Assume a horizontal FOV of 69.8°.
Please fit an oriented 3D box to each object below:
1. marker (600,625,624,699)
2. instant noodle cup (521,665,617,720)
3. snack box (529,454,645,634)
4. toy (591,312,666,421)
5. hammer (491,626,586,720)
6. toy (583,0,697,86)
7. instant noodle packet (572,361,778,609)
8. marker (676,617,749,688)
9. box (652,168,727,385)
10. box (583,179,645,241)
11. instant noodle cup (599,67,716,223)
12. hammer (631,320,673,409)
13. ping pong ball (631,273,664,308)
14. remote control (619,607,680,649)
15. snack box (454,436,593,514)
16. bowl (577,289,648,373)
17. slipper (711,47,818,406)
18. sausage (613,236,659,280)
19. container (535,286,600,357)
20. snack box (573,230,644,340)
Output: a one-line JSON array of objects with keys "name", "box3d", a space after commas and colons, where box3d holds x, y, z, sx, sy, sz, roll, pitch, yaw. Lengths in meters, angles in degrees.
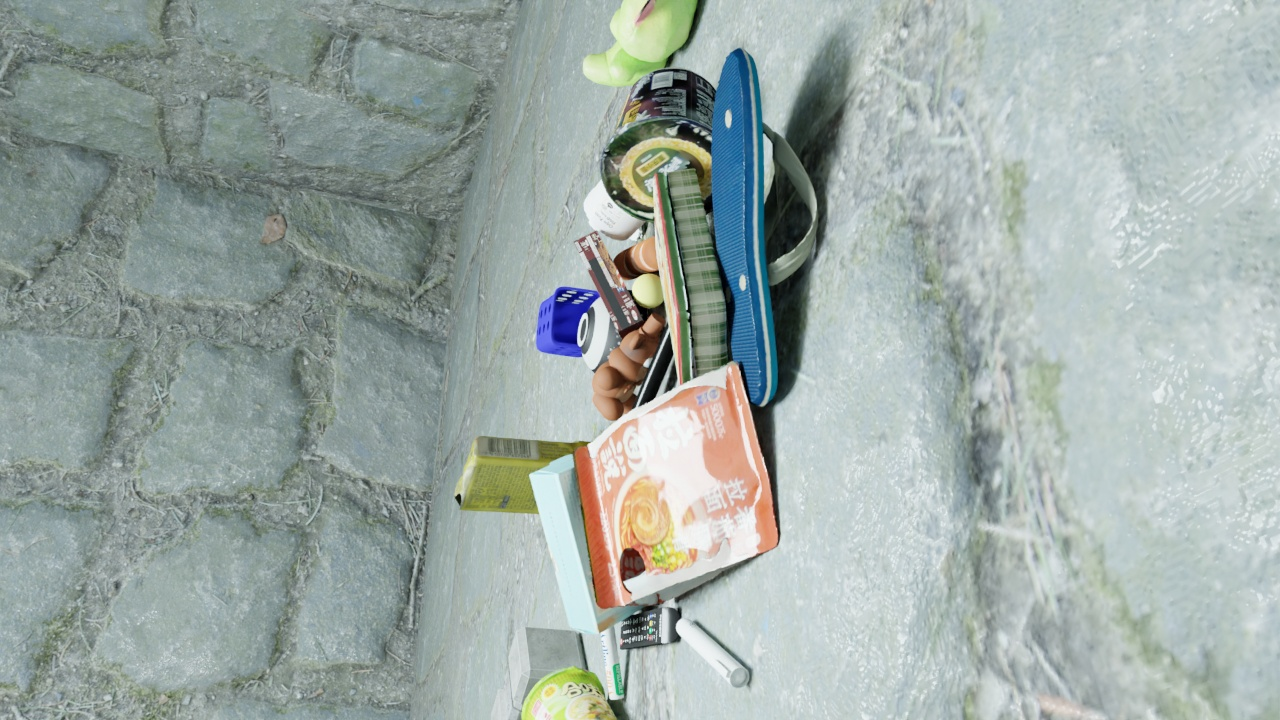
[{"name": "marker", "box3d": [-0.036, 0.290, 0.992, 0.017, 0.017, 0.145, 148, 115, -67]}, {"name": "instant noodle cup", "box3d": [-0.063, 0.394, 0.968, 0.108, 0.098, 0.099, 21, 101, 64]}, {"name": "snack box", "box3d": [-0.051, 0.184, 0.940, 0.053, 0.074, 0.175, -6, 101, 48]}, {"name": "toy", "box3d": [-0.006, 0.006, 1.047, 0.128, 0.065, 0.094, -55, -14, 24]}, {"name": "hammer", "box3d": [-0.107, 0.480, 1.061, 0.317, 0.083, 0.163, -113, 36, -59]}, {"name": "toy", "box3d": [0.012, -0.423, 1.157, 0.197, 0.107, 0.150, -9, 49, 62]}, {"name": "instant noodle packet", "box3d": [0.039, 0.117, 0.822, 0.222, 0.083, 0.164, -36, 56, 46]}, {"name": "marker", "box3d": [0.057, 0.245, 0.780, 0.017, 0.020, 0.134, -71, 17, -3]}, {"name": "box", "box3d": [0.045, -0.081, 0.874, 0.118, 0.051, 0.205, 80, -179, -49]}, {"name": "box", "box3d": [-0.014, -0.196, 1.140, 0.156, 0.084, 0.125, -42, 3, 37]}, {"name": "instant noodle cup", "box3d": [0.032, -0.228, 0.949, 0.138, 0.137, 0.112, 121, 161, -50]}, {"name": "hammer", "box3d": [-0.009, 0.076, 1.013, 0.126, 0.029, 0.324, -53, -14, -71]}, {"name": "ping pong ball", "box3d": [0.010, -0.080, 1.063, 0.040, 0.040, 0.040, -171, 91, -72]}, {"name": "remote control", "box3d": [0.006, 0.273, 0.930, 0.147, 0.015, 0.033, 136, 140, -62]}, {"name": "snack box", "box3d": [-0.141, 0.148, 1.181, 0.122, 0.180, 0.045, 115, 152, -42]}, {"name": "bowl", "box3d": [-0.042, -0.033, 1.154, 0.120, 0.066, 0.120, -171, 91, -72]}, {"name": "slipper", "box3d": [0.102, -0.109, 0.772, 0.118, 0.060, 0.295, 169, 97, -77]}, {"name": "sausage", "box3d": [0.006, -0.122, 1.093, 0.039, 0.044, 0.164, 65, 163, -7]}, {"name": "container", "box3d": [-0.098, -0.052, 1.313, 0.114, 0.084, 0.085, 163, 114, -72]}, {"name": "snack box", "box3d": [-0.034, -0.084, 1.092, 0.140, 0.032, 0.051, 64, 179, 28]}]
